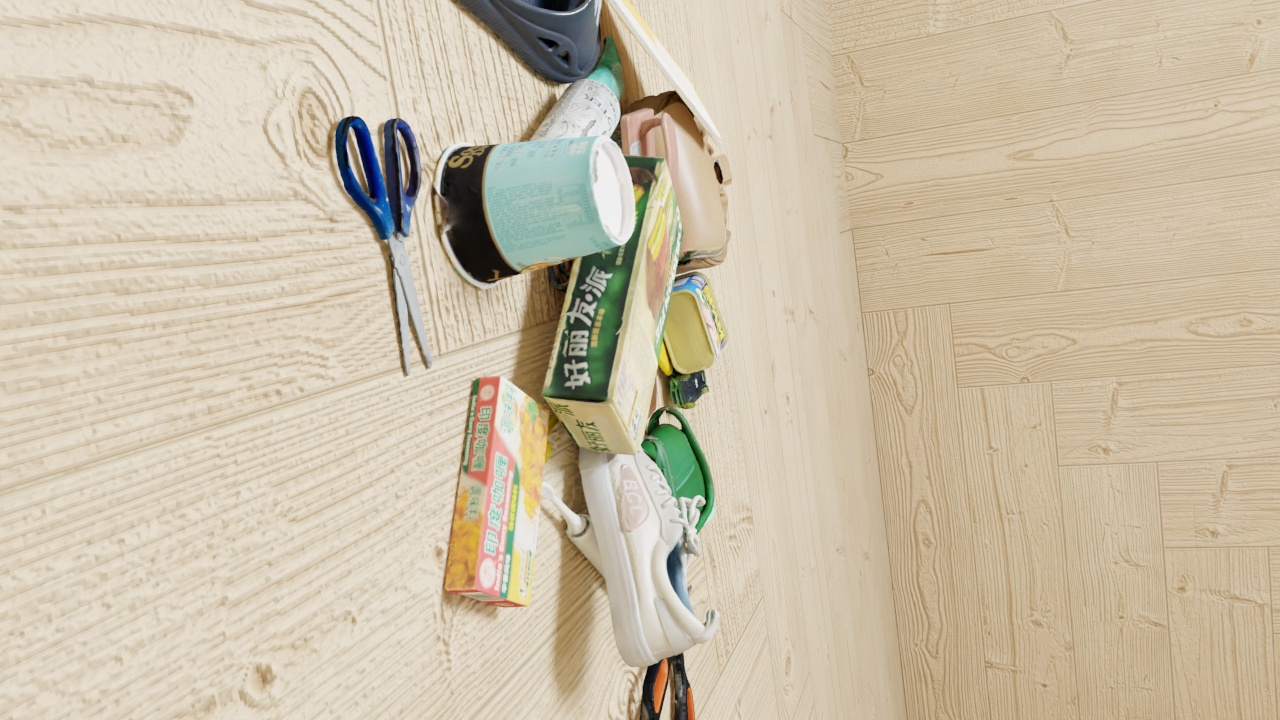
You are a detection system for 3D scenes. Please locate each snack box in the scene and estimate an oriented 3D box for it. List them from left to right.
[{"bbox_3d":[-0.103,0.097,0.676,0.077,0.027,0.155,44,44,-57],"label":"snack box"},{"bbox_3d":[-0.017,-0.050,0.796,0.114,0.063,0.239,66,31,-62],"label":"snack box"}]

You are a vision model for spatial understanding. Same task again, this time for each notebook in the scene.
[{"bbox_3d":[0.013,-0.329,0.959,0.206,0.010,0.145,43,21,-39],"label":"notebook"}]

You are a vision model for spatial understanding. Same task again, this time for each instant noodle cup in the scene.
[{"bbox_3d":[-0.072,-0.115,0.676,0.111,0.121,0.111,-5,90,-69],"label":"instant noodle cup"}]

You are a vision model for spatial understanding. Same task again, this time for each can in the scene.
[{"bbox_3d":[-0.062,-0.192,0.806,0.146,0.058,0.058,-70,148,-48],"label":"can"},{"bbox_3d":[0.058,-0.043,1.060,0.083,0.057,0.102,-55,128,-68],"label":"can"}]

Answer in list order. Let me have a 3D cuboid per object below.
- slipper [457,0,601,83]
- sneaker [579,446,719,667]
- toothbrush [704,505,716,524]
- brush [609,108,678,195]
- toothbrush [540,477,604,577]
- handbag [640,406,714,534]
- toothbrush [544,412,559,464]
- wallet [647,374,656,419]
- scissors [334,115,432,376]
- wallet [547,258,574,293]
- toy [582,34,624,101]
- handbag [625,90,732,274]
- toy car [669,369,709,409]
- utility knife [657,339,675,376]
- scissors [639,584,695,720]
[{"bbox_3d":[-0.078,-0.313,0.767,0.267,0.083,0.110,6,81,-67],"label":"slipper"},{"bbox_3d":[0.009,0.137,0.800,0.089,0.091,0.241,58,16,-55],"label":"sneaker"},{"bbox_3d":[0.042,0.191,1.030,0.027,0.026,0.224,47,17,12],"label":"toothbrush"},{"bbox_3d":[0.002,-0.178,0.931,0.063,0.073,0.146,-42,134,-57],"label":"brush"},{"bbox_3d":[-0.044,0.161,0.814,0.026,0.026,0.221,47,-8,42],"label":"toothbrush"},{"bbox_3d":[0.026,0.119,0.946,0.131,0.068,0.120,-41,123,-65],"label":"handbag"},{"bbox_3d":[-0.061,0.035,0.812,0.189,0.017,0.016,-61,142,-55],"label":"toothbrush"},{"bbox_3d":[-0.005,0.005,0.923,0.101,0.032,0.125,-46,138,-69],"label":"wallet"},{"bbox_3d":[-0.162,-0.075,0.588,0.140,0.012,0.170,42,47,-63],"label":"scissors"},{"bbox_3d":[-0.049,-0.095,0.858,0.115,0.033,0.090,30,60,-66],"label":"wallet"},{"bbox_3d":[-0.040,-0.270,0.929,0.091,0.030,0.096,-58,145,-51],"label":"toy"},{"bbox_3d":[0.046,-0.198,1.028,0.147,0.100,0.204,-49,124,-66],"label":"handbag"},{"bbox_3d":[0.055,0.027,1.088,0.091,0.036,0.043,-42,125,-66],"label":"toy car"},{"bbox_3d":[0.009,-0.026,1.011,0.154,0.015,0.033,53,30,-52],"label":"utility knife"},{"bbox_3d":[0.032,0.323,0.985,0.220,0.022,0.234,-20,104,-73],"label":"scissors"}]
